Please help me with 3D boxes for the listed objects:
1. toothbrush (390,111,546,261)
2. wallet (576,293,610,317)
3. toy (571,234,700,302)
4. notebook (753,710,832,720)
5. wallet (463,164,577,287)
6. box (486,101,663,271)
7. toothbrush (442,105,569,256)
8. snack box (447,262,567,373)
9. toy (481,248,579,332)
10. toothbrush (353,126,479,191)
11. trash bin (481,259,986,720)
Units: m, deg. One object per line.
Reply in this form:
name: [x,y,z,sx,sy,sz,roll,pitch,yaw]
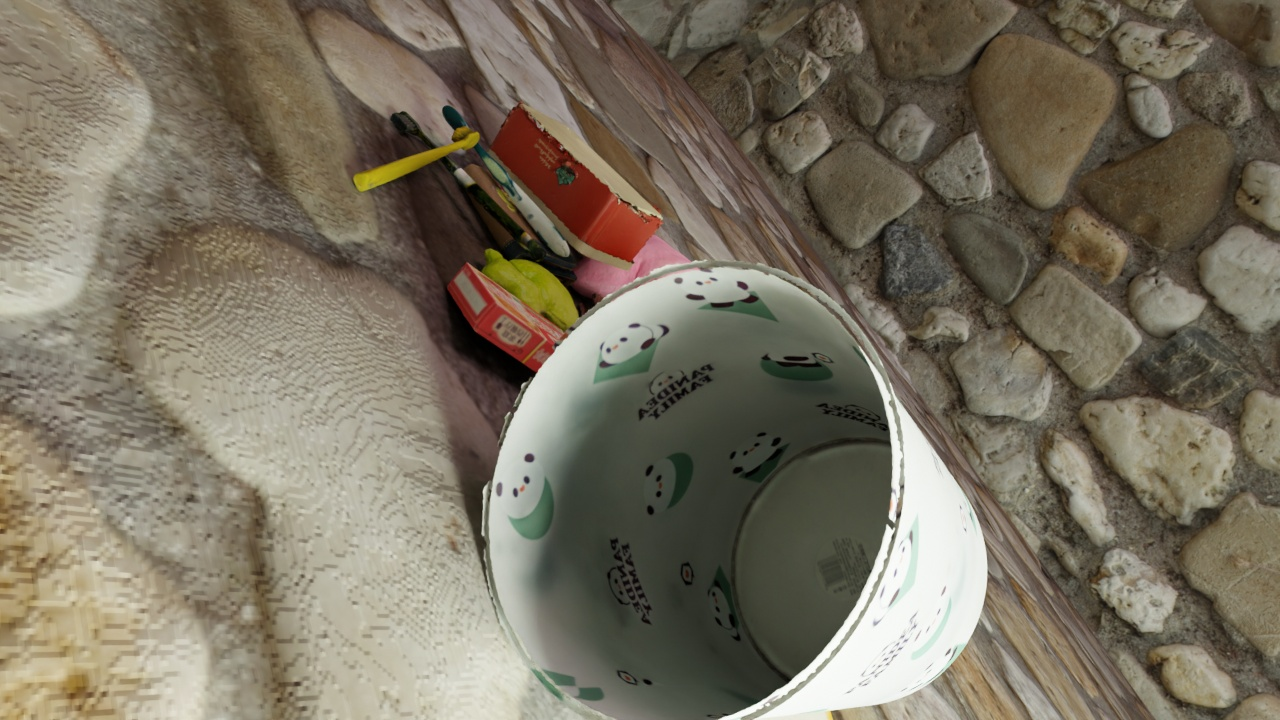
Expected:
toothbrush: [-0.146,-0.148,0.771,0.186,0.012,0.017,45,24,11]
wallet: [-0.005,0.005,0.831,0.124,0.032,0.101,39,24,-32]
toy: [-0.006,-0.086,0.911,0.178,0.075,0.194,-1,28,-39]
notebook: [0.090,0.210,0.684,0.146,0.010,0.206,41,20,-26]
wallet: [-0.108,-0.120,0.823,0.115,0.033,0.090,55,19,25]
box: [-0.056,-0.167,0.843,0.168,0.078,0.091,47,19,29]
toothbrush: [-0.119,-0.160,0.812,0.191,0.016,0.018,51,10,16]
snack box: [-0.070,-0.010,0.675,0.153,0.025,0.075,37,7,-38]
toy: [-0.087,-0.056,0.745,0.096,0.031,0.100,49,18,0]
toothbrush: [-0.174,-0.163,0.728,0.016,0.016,0.189,34,28,0]
trash bin: [0.079,0.098,0.531,0.251,0.230,0.229,32,26,-51]
